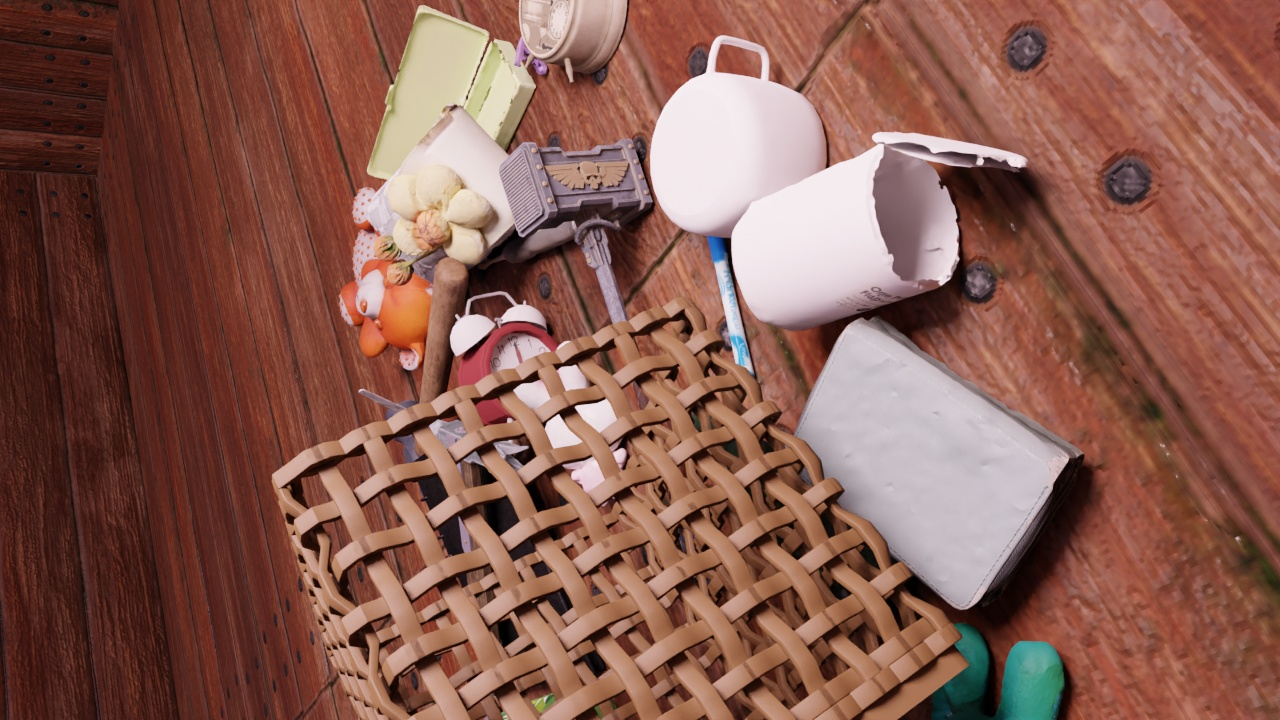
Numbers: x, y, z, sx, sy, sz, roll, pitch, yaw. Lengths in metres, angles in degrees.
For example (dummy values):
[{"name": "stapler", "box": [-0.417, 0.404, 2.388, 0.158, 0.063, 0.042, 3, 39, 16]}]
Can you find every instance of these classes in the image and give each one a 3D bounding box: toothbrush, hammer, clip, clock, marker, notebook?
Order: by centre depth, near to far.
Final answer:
[{"name": "marker", "box": [0.055, -0.052, 0.601, 0.013, 0.013, 0.141, -25, 73, 51]}, {"name": "hammer", "box": [-0.004, 0.003, 0.639, 0.044, 0.098, 0.322, -25, 81, 51]}, {"name": "clock", "box": [-0.054, -0.287, 0.694, 0.093, 0.054, 0.141, 35, 122, 46]}, {"name": "clock", "box": [-0.107, 0.003, 0.756, 0.044, 0.087, 0.124, -22, 85, 51]}, {"name": "clip", "box": [-0.092, -0.257, 0.780, 0.014, 0.045, 0.050, -60, 5, 34]}, {"name": "hammer", "box": [-0.140, 0.201, 0.795, 0.147, 0.028, 0.317, 17, 117, 41]}, {"name": "toothbrush", "box": [-0.100, -0.098, 0.796, 0.186, 0.022, 0.024, -12, 49, 54]}, {"name": "toothbrush", "box": [-0.188, 0.053, 0.812, 0.010, 0.181, 0.010, -36, 58, 9]}, {"name": "notebook", "box": [-0.127, 0.175, 0.813, 0.170, 0.019, 0.231, -32, 80, 49]}, {"name": "hammer", "box": [-0.191, 0.021, 0.857, 0.129, 0.040, 0.323, 60, 149, 27]}]

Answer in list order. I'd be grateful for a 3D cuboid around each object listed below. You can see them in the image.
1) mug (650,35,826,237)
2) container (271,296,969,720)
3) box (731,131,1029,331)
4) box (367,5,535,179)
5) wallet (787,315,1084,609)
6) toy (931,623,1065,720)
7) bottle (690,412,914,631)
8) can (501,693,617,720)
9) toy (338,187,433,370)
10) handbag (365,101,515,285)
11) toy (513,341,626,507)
[{"name": "mug", "box": [0.057, -0.131, 0.547, 0.094, 0.068, 0.115, 13, 102, 52]}, {"name": "container", "box": [-0.025, 0.154, 0.477, 0.214, 0.219, 0.252, 53, 151, 25]}, {"name": "box", "box": [0.120, -0.072, 0.462, 0.160, 0.081, 0.091, -15, 72, 51]}, {"name": "box", "box": [-0.174, -0.219, 0.855, 0.133, 0.061, 0.189, 34, 129, 1]}, {"name": "wallet", "box": [0.143, 0.049, 0.460, 0.131, 0.054, 0.101, 45, 128, 38]}, {"name": "toy", "box": [0.160, 0.227, 0.442, 0.131, 0.072, 0.193, 2, 85, 53]}, {"name": "bottle", "box": [0.082, 0.078, 0.541, 0.174, 0.055, 0.055, 47, 128, 41]}, {"name": "can", "box": [-0.079, 0.319, 0.745, 0.144, 0.083, 0.083, -40, 61, 47]}, {"name": "toy", "box": [-0.259, -0.078, 0.948, 0.172, 0.092, 0.164, 44, 125, 40]}, {"name": "handbag", "box": [-0.177, -0.124, 0.799, 0.112, 0.123, 0.172, 44, 140, -15]}, {"name": "toy", "box": [-0.047, 0.052, 0.711, 0.076, 0.037, 0.125, -32, 86, 19]}]
